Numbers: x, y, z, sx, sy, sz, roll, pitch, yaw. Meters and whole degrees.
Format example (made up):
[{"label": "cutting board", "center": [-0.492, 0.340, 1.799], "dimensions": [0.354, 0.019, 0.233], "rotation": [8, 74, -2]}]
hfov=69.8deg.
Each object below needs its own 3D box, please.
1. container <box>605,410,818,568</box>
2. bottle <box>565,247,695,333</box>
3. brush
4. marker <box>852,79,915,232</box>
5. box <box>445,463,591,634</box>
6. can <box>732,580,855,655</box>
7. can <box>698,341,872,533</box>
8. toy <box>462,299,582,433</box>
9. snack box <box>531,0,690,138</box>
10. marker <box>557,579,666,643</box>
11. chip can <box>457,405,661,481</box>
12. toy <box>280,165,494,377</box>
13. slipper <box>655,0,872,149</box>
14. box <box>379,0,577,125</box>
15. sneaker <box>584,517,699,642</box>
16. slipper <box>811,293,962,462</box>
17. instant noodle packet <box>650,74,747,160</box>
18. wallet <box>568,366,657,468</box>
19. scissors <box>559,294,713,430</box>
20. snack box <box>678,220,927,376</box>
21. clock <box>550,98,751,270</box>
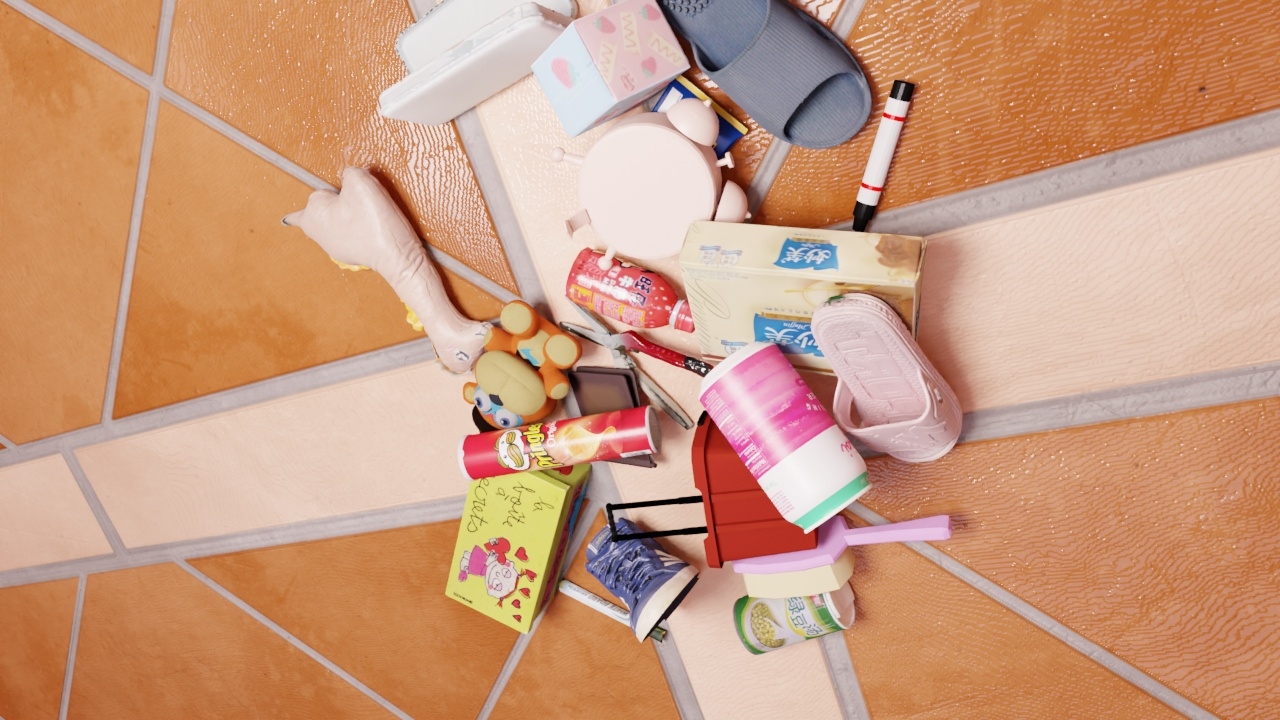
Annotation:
[{"label": "container", "center": [0.077, 0.134, 0.951], "dimensions": [0.201, 0.126, 0.148], "rotation": [-5, 109, 14]}, {"label": "bottle", "center": [-0.004, -0.066, 0.940], "dimensions": [0.137, 0.061, 0.062], "rotation": [22, 117, 12]}, {"label": "brush", "center": [0.206, 0.196, 0.945], "dimensions": [0.229, 0.089, 0.043], "rotation": [-12, 110, 26]}, {"label": "marker", "center": [0.215, -0.177, 0.828], "dimensions": [0.019, 0.019, 0.146], "rotation": [20, 117, 14]}, {"label": "box", "center": [-0.148, 0.203, 1.098], "dimensions": [0.124, 0.082, 0.221], "rotation": [25, 119, 12]}, {"label": "can", "center": [0.168, 0.275, 1.005], "dimensions": [0.121, 0.067, 0.067], "rotation": [-28, 98, 29]}, {"label": "can", "center": [0.130, 0.068, 0.836], "dimensions": [0.088, 0.088, 0.166], "rotation": [-43, 75, 30]}, {"label": "toy", "center": [-0.133, 0.018, 1.017], "dimensions": [0.112, 0.096, 0.177], "rotation": [35, 131, 7]}, {"label": "snack box", "center": [-0.029, -0.266, 0.830], "dimensions": [0.079, 0.094, 0.093], "rotation": [60, 151, -9]}, {"label": "marker", "center": [-0.036, 0.308, 1.132], "dimensions": [0.146, 0.017, 0.017], "rotation": [23, 118, 12]}, {"label": "chip can", "center": [-0.087, 0.089, 0.980], "dimensions": [0.215, 0.051, 0.052], "rotation": [-10, 107, 15]}, {"label": "toy", "center": [-0.285, -0.089, 1.053], "dimensions": [0.197, 0.065, 0.264], "rotation": [-17, 110, 35]}, {"label": "slipper", "center": [0.086, -0.282, 0.803], "dimensions": [0.263, 0.082, 0.101], "rotation": [44, 122, 1]}, {"label": "box", "center": [-0.168, -0.304, 0.885], "dimensions": [0.212, 0.105, 0.130], "rotation": [-26, 96, 28]}, {"label": "sneaker", "center": [-0.007, 0.222, 0.986], "dimensions": [0.118, 0.233, 0.091], "rotation": [38, 89, 13]}, {"label": "slipper", "center": [0.223, 0.035, 0.827], "dimensions": [0.094, 0.064, 0.239], "rotation": [-7, 139, 34]}, {"label": "instant noodle packet", "center": [0.029, -0.199, 0.891], "dimensions": [0.087, 0.026, 0.135], "rotation": [39, 120, -2]}, {"label": "wallet", "center": [-0.030, 0.063, 1.017], "dimensions": [0.092, 0.018, 0.116], "rotation": [3, 116, 40]}, {"label": "scissors", "center": [0.001, 0.003, 0.979], "dimensions": [0.197, 0.015, 0.179], "rotation": [2, 128, 42]}, {"label": "snack box", "center": [0.150, -0.052, 0.844], "dimensions": [0.208, 0.055, 0.153], "rotation": [8, 147, 19]}, {"label": "clock", "center": [0.009, -0.159, 0.855], "dimensions": [0.161, 0.086, 0.131], "rotation": [-17, 113, 14]}]
